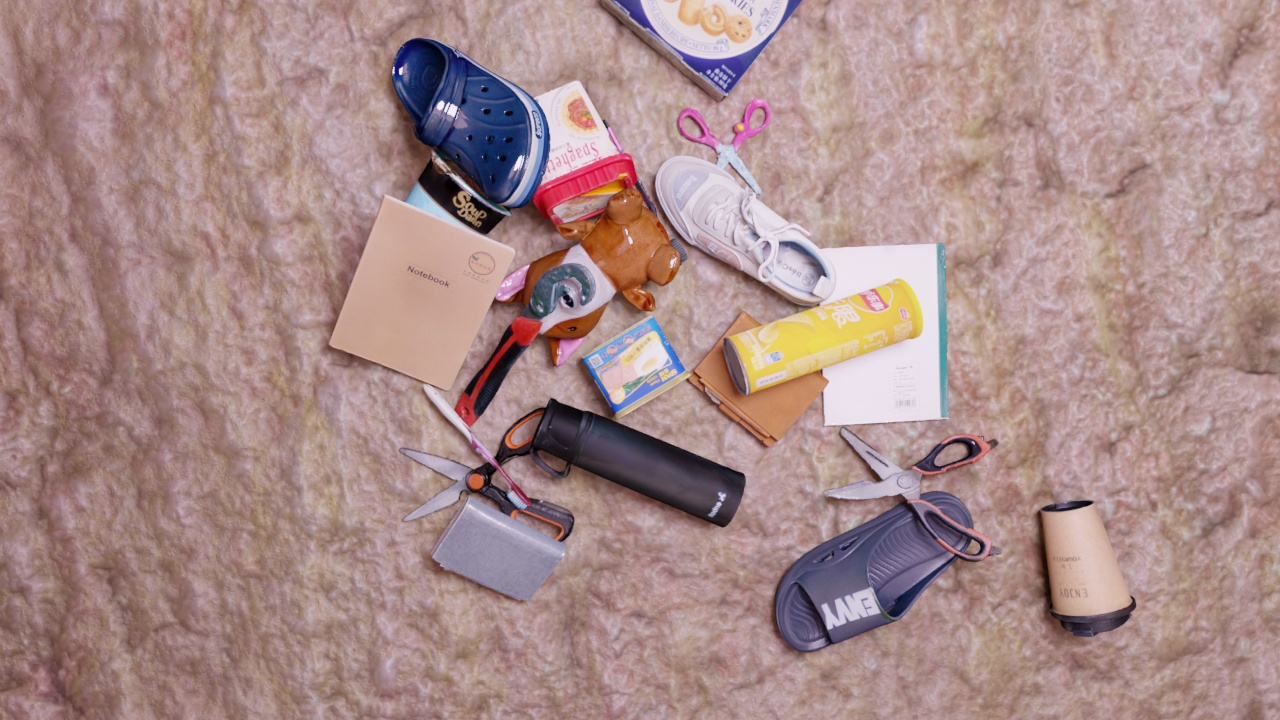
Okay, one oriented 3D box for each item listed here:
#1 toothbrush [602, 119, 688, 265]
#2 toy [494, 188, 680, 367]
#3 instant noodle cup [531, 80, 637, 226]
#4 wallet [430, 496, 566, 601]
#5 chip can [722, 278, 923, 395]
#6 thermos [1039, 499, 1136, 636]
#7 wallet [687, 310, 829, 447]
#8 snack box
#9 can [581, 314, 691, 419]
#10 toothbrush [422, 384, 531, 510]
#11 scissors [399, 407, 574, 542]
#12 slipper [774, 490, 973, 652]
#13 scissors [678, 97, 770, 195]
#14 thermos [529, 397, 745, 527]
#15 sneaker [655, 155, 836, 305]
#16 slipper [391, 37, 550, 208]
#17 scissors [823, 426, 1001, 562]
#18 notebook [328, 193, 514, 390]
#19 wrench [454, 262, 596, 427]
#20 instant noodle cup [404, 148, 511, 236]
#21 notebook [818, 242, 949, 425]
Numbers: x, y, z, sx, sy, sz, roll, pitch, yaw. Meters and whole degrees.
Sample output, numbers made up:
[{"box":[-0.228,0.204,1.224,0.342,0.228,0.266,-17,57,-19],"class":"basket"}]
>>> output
[{"box":[0.005,-0.195,1.060,0.017,0.014,0.189,-29,94,-8],"class":"toothbrush"},{"box":[-0.055,-0.091,1.021,0.200,0.130,0.140,-33,101,12],"class":"toy"},{"box":[-0.076,-0.228,1.013,0.116,0.116,0.124,-23,83,2],"class":"instant noodle cup"},{"box":[-0.166,0.222,1.067,0.129,0.036,0.107,29,118,-14],"class":"wallet"},{"box":[0.203,-0.025,1.023,0.213,0.072,0.072,-19,95,-6],"class":"chip can"},{"box":[0.515,0.239,1.070,0.093,0.093,0.143,-13,88,0],"class":"thermos"},{"box":[0.136,0.024,1.071,0.132,0.031,0.108,39,95,1],"class":"wallet"},{"box":[0.080,-0.419,1.024,0.178,0.045,0.182,38,94,-4],"class":"snack box"},{"box":[-0.006,0.006,1.057,0.102,0.057,0.083,-31,92,2],"class":"can"},{"box":[-0.193,0.101,1.069,0.017,0.016,0.187,-41,90,12],"class":"toothbrush"},{"box":[-0.171,0.139,1.087,0.221,0.021,0.232,40,93,1],"class":"scissors"},{"box":[0.275,0.248,1.070,0.268,0.083,0.110,-34,93,1],"class":"slipper"},{"box":[0.096,-0.246,1.056,0.135,0.017,0.133,26,98,-5],"class":"scissors"},{"box":[-0.007,0.124,1.058,0.242,0.068,0.090,22,118,-6],"class":"thermos"},{"box":[0.115,-0.141,1.020,0.242,0.090,0.089,36,99,0],"class":"sneaker"},{"box":[-0.191,-0.265,0.964,0.253,0.095,0.105,48,118,26],"class":"slipper"},{"box":[0.325,0.150,1.067,0.223,0.015,0.189,-14,72,-5],"class":"scissors"},{"box":[-0.244,-0.068,1.012,0.147,0.008,0.208,22,122,-15],"class":"notebook"},{"box":[-0.137,-0.014,1.008,0.056,0.016,0.274,50,125,8],"class":"wrench"},{"box":[-0.223,-0.155,1.020,0.111,0.111,0.120,41,101,-4],"class":"instant noodle cup"},{"box":[0.285,-0.030,1.078,0.150,0.012,0.209,-3,95,0],"class":"notebook"}]
